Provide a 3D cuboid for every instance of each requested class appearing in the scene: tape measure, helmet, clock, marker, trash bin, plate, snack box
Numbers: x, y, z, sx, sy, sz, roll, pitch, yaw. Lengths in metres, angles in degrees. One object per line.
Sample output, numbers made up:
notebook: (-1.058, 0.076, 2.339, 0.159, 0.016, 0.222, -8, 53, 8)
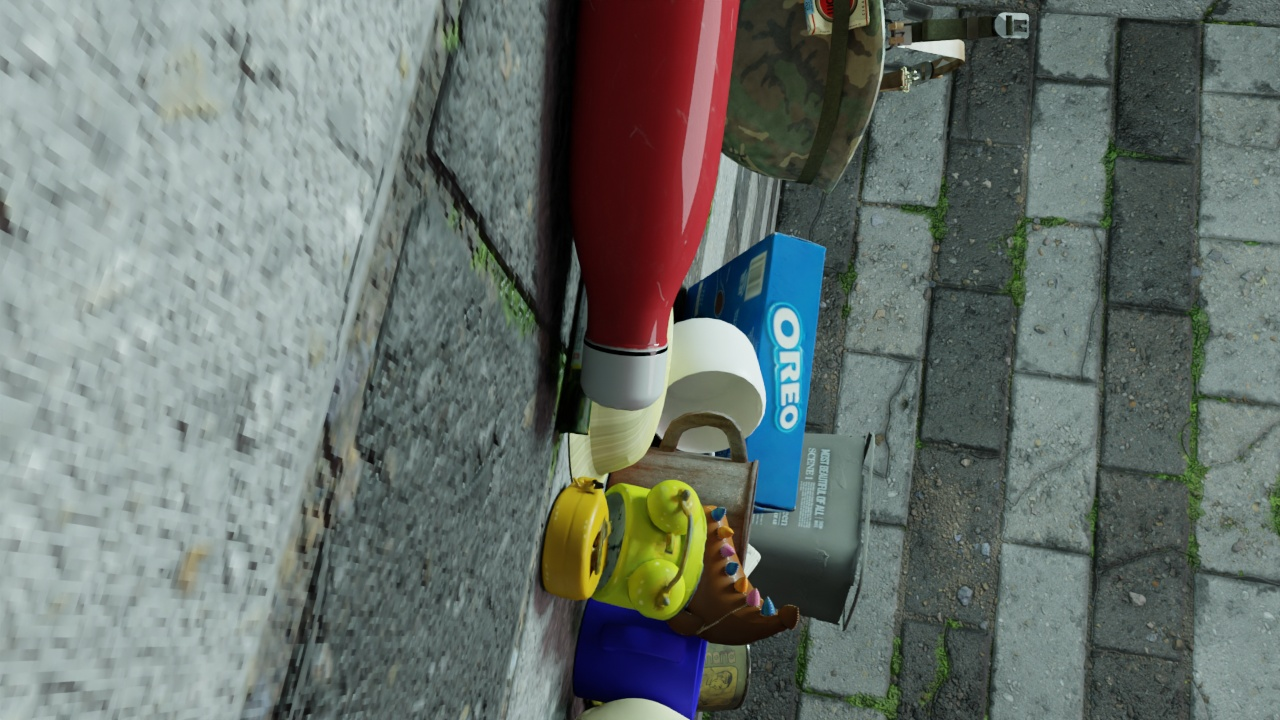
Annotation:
tape measure: (-0.035, 0.104, 0.520, 0.058, 0.030, 0.068, -68, 162, -63)
helmet: (0.161, -0.252, 0.748, 0.192, 0.236, 0.224, -45, 153, -82)
clock: (0.008, 0.117, 0.572, 0.119, 0.057, 0.083, -25, -129, 63)
marker: (-0.025, -0.031, 0.504, 0.017, 0.017, 0.146, 42, 56, -78)
trash bin: (0.147, 0.186, 1.083, 0.198, 0.220, 0.196, 84, 17, -54)
plate: (-0.004, 0.004, 0.599, 0.184, 0.036, 0.184, 9, 89, -80)
snack box: (0.086, 0.024, 0.849, 0.196, 0.056, 0.238, 152, -51, -68)

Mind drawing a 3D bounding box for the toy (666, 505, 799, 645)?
toy: (0.060, 0.138, 0.595, 0.070, 0.103, 0.090, -8, 84, -38)

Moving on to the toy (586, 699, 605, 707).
toy: (0.001, 0.252, 0.719, 0.094, 0.036, 0.093, 34, 72, -37)

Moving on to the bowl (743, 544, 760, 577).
bowl: (0.049, 0.190, 0.872, 0.062, 0.115, 0.115, -63, 165, -17)

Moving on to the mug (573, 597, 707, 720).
mug: (0.001, 0.202, 0.644, 0.111, 0.083, 0.079, 76, 24, -65)

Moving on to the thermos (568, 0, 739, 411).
thermos: (0.001, -0.091, 0.441, 0.073, 0.073, 0.240, -52, 149, -71)

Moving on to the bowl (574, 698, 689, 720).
bowl: (-0.015, 0.269, 0.604, 0.074, 0.117, 0.118, 29, -61, 54)

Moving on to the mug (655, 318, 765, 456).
mug: (0.050, 0.027, 0.728, 0.068, 0.094, 0.116, -96, 177, -51)

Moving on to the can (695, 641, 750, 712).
can: (0.047, 0.263, 0.811, 0.090, 0.074, 0.090, -178, -89, -73)

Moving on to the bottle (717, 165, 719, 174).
bottle: (0.018, -0.123, 0.549, 0.137, 0.062, 0.062, 28, 70, -79)

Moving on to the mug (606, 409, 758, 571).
mug: (0.033, 0.096, 0.685, 0.096, 0.110, 0.123, -46, 143, -82)
